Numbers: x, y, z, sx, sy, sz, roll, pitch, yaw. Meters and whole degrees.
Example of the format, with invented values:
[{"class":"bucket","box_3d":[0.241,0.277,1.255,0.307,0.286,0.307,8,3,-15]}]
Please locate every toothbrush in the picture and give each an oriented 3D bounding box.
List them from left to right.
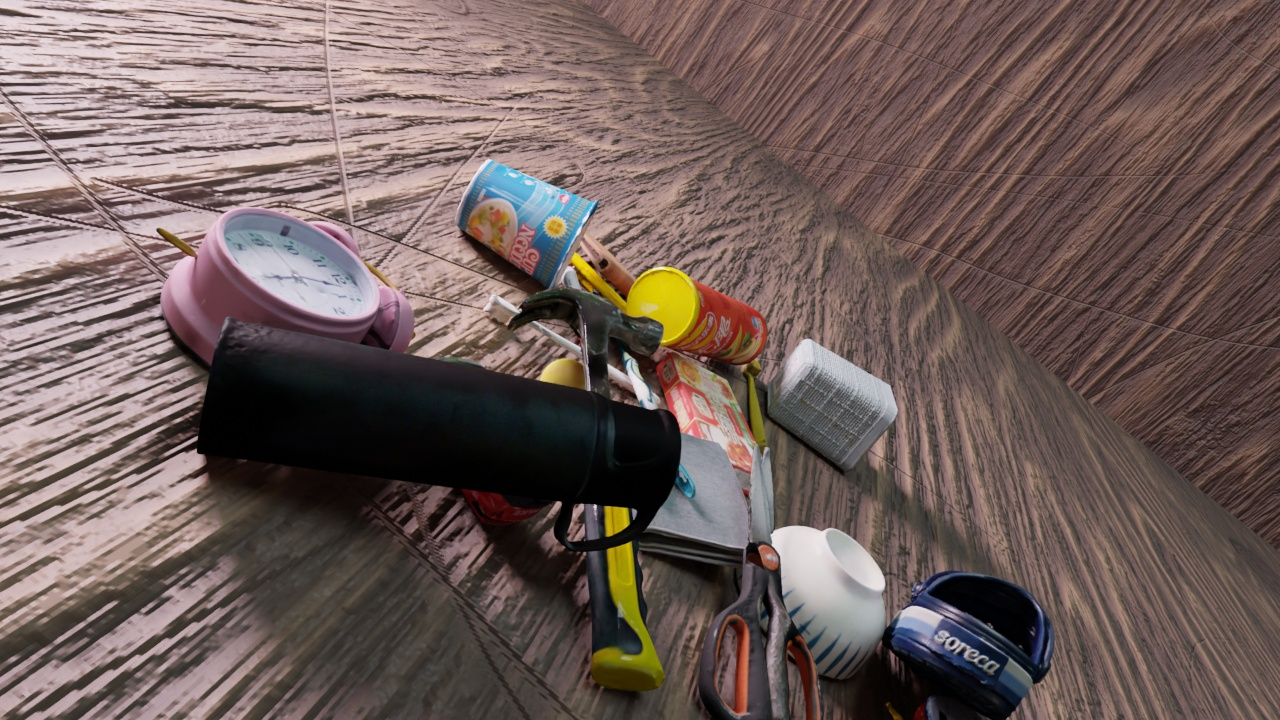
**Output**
[{"class":"toothbrush","box_3d":[-0.055,-0.004,0.788,0.180,0.016,0.016,31,22,-22]},{"class":"toothbrush","box_3d":[-0.005,0.005,0.810,0.016,0.018,0.191,33,14,-24]},{"class":"toothbrush","box_3d":[0.122,0.044,0.960,0.015,0.017,0.189,33,22,-11]}]

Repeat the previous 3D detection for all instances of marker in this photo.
[{"class":"marker","box_3d":[-0.058,-0.049,0.864,0.017,0.017,0.145,25,25,-29]}]

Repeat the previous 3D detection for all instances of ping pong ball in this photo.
[{"class":"ping pong ball","box_3d":[-0.057,0.019,0.701,0.040,0.040,0.040,32,23,-15]}]

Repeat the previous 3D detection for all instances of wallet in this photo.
[{"class":"wallet","box_3d":[-0.034,-0.103,0.967,0.101,0.020,0.115,41,8,-47]},{"class":"wallet","box_3d":[0.033,0.101,0.687,0.106,0.037,0.129,17,28,-19]}]

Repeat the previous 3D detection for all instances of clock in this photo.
[{"class":"clock","box_3d":[-0.204,-0.039,0.561,0.117,0.060,0.158,46,21,16]},{"class":"clock","box_3d":[0.210,0.275,0.593,0.122,0.055,0.082,41,21,4]}]

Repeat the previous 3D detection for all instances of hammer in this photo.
[{"class":"hammer","box_3d":[-0.027,0.062,0.609,0.126,0.032,0.322,20,37,-24]}]

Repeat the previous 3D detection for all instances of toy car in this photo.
[{"class":"toy car","box_3d":[-0.099,0.049,0.570,0.052,0.045,0.120,11,40,-51]}]

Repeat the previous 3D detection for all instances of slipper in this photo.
[{"class":"slipper","box_3d":[0.235,0.193,0.653,0.105,0.095,0.253,34,-4,27]}]

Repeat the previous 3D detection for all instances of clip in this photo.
[{"class":"clip","box_3d":[0.018,0.077,0.659,0.034,0.013,0.055,14,32,-22]}]

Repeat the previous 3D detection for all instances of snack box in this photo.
[{"class":"snack box","box_3d":[0.064,0.056,0.836,0.075,0.025,0.152,27,25,-27]}]

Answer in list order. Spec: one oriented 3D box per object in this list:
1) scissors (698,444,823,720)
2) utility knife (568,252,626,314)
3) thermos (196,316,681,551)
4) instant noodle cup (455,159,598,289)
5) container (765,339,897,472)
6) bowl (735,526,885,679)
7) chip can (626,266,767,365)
[{"class":"scissors","box_3d":[0.071,0.138,0.607,0.139,0.022,0.234,11,50,-35]},{"class":"utility knife","box_3d":[-0.047,-0.074,0.923,0.015,0.033,0.176,-33,62,-22]},{"class":"thermos","box_3d":[-0.100,0.046,0.487,0.242,0.090,0.068,13,-8,-20]},{"class":"instant noodle cup","box_3d":[-0.109,-0.131,0.858,0.110,0.099,0.099,27,23,-3]},{"class":"container","box_3d":[0.202,0.044,0.991,0.111,0.090,0.090,33,22,-6]},{"class":"bowl","box_3d":[0.135,0.166,0.675,0.116,0.066,0.116,32,23,-16]},{"class":"chip can","box_3d":[0.063,-0.038,0.918,0.073,0.073,0.216,48,14,22]}]
